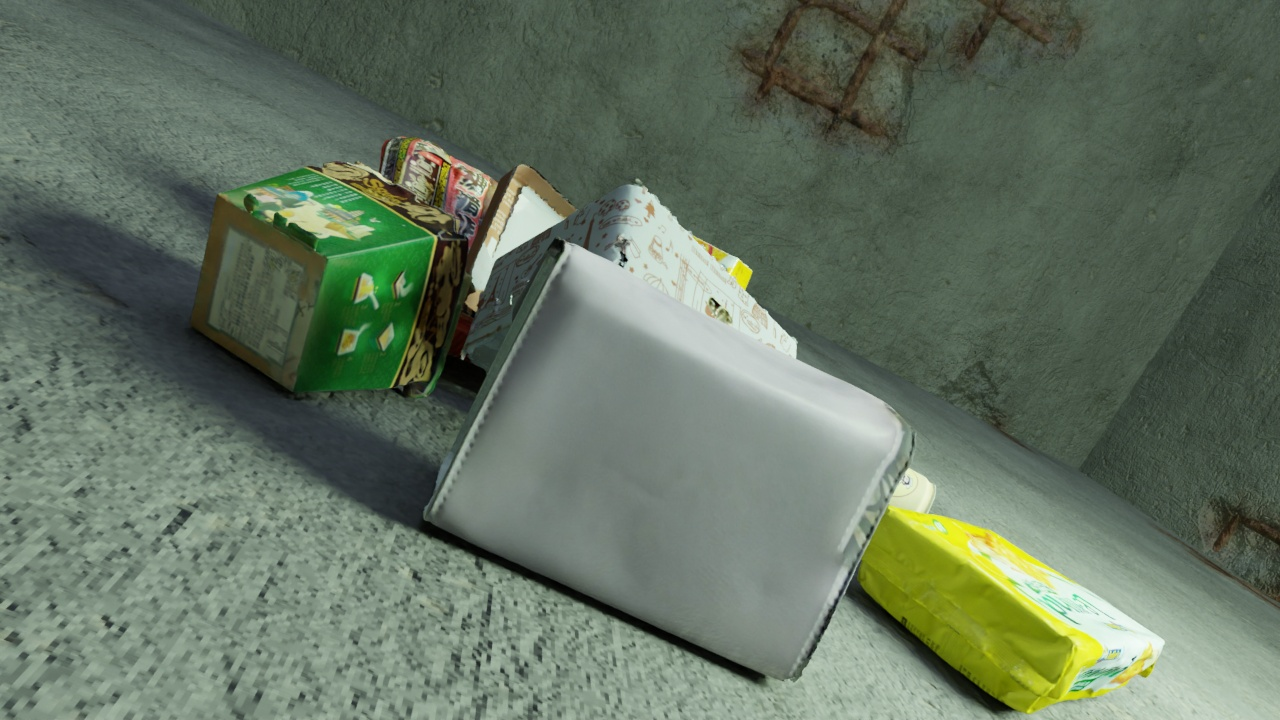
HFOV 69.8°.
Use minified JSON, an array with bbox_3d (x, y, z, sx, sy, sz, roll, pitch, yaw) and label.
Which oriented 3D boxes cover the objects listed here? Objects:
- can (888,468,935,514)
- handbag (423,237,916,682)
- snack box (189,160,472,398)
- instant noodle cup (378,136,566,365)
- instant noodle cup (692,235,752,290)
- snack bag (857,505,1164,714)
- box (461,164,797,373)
[{"bbox_3d":[0.221,0.116,0.890,0.116,0.058,0.058,29,11,3],"label":"can"},{"bbox_3d":[0.014,0.046,0.450,0.197,0.145,0.098,27,13,-10],"label":"handbag"},{"bbox_3d":[-0.177,-0.041,0.511,0.118,0.118,0.105,29,22,18],"label":"snack box"},{"bbox_3d":[-0.123,-0.067,0.692,0.188,0.079,0.164,23,44,-28],"label":"instant noodle cup"},{"bbox_3d":[0.048,-0.061,0.945,0.116,0.124,0.116,31,6,18],"label":"instant noodle cup"},{"bbox_3d":[0.267,0.182,0.667,0.246,0.068,0.158,17,14,-46],"label":"snack bag"},{"bbox_3d":[0.001,-0.041,0.597,0.181,0.158,0.197,41,42,-29],"label":"box"}]
